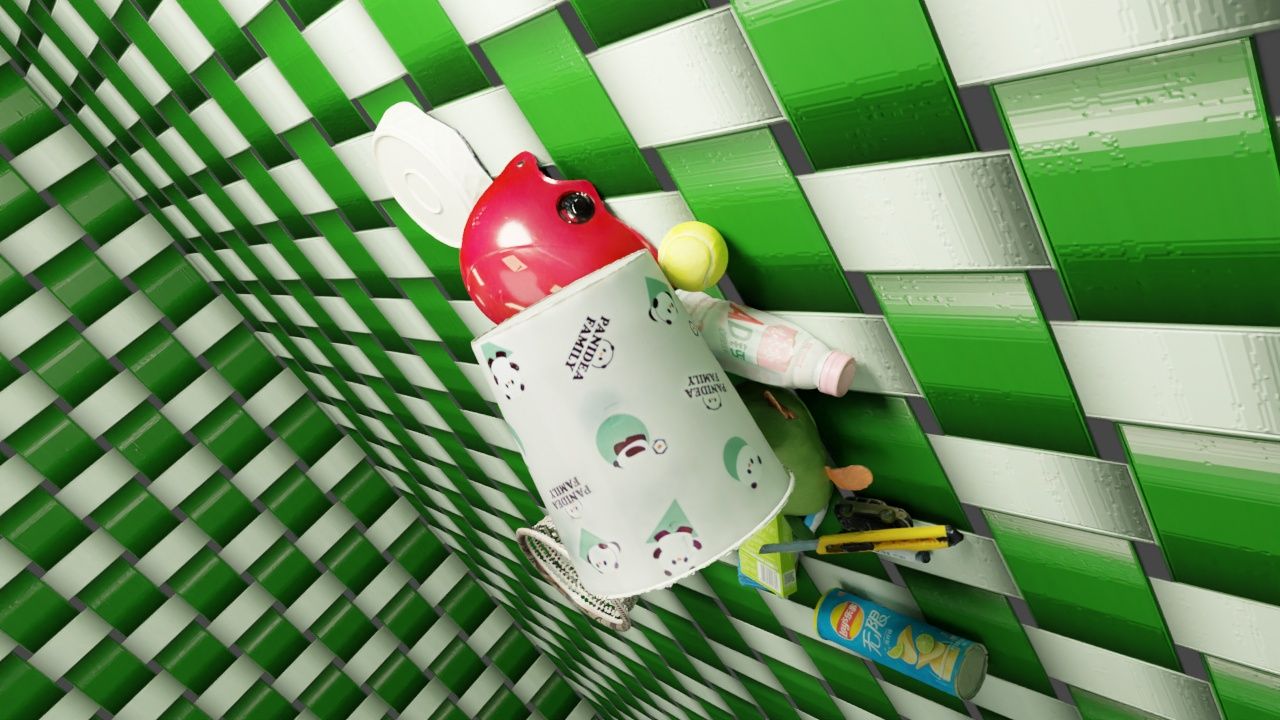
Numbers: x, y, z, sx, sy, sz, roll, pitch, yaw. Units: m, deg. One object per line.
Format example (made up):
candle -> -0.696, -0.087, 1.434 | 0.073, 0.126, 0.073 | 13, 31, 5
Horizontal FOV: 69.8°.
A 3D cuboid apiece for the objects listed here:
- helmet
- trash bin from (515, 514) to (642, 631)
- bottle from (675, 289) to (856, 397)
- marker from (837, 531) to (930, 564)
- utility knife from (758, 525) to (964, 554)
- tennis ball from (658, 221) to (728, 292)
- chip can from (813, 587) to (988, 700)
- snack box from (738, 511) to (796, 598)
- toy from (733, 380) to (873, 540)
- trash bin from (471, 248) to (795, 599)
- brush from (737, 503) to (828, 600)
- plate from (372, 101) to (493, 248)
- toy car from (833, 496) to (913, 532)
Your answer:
helmet -> -0.098, -0.090, 0.998 | 0.240, 0.143, 0.207 | 33, 151, 19
trash bin -> -0.049, 0.277, 1.435 | 0.227, 0.191, 0.228 | 34, 153, 19
bottle -> 0.112, -0.014, 0.894 | 0.197, 0.068, 0.068 | 22, 148, 31
marker -> 0.280, 0.217, 1.063 | 0.131, 0.018, 0.022 | 2, 125, 56
utility knife -> 0.230, 0.197, 0.978 | 0.220, 0.015, 0.033 | -9, 130, 21
tennis ball -> 0.049, -0.096, 0.854 | 0.065, 0.065, 0.066 | 34, 154, 19
chip can -> 0.321, 0.352, 1.151 | 0.211, 0.071, 0.071 | 12, 141, 49
snack box -> 0.153, 0.208, 1.142 | 0.086, 0.026, 0.156 | 20, 123, 55
toy -> 0.143, 0.090, 0.984 | 0.227, 0.089, 0.247 | 22, 151, 42
trash bin -> -0.015, 0.049, 0.847 | 0.230, 0.229, 0.252 | -11, 108, 61
brush -> 0.185, 0.233, 1.197 | 0.109, 0.060, 0.315 | 25, 148, 24
plate -> -0.255, -0.220, 1.136 | 0.205, 0.045, 0.205 | 35, 155, 19
toy car -> 0.257, 0.172, 1.005 | 0.091, 0.035, 0.042 | 3, 135, 47
